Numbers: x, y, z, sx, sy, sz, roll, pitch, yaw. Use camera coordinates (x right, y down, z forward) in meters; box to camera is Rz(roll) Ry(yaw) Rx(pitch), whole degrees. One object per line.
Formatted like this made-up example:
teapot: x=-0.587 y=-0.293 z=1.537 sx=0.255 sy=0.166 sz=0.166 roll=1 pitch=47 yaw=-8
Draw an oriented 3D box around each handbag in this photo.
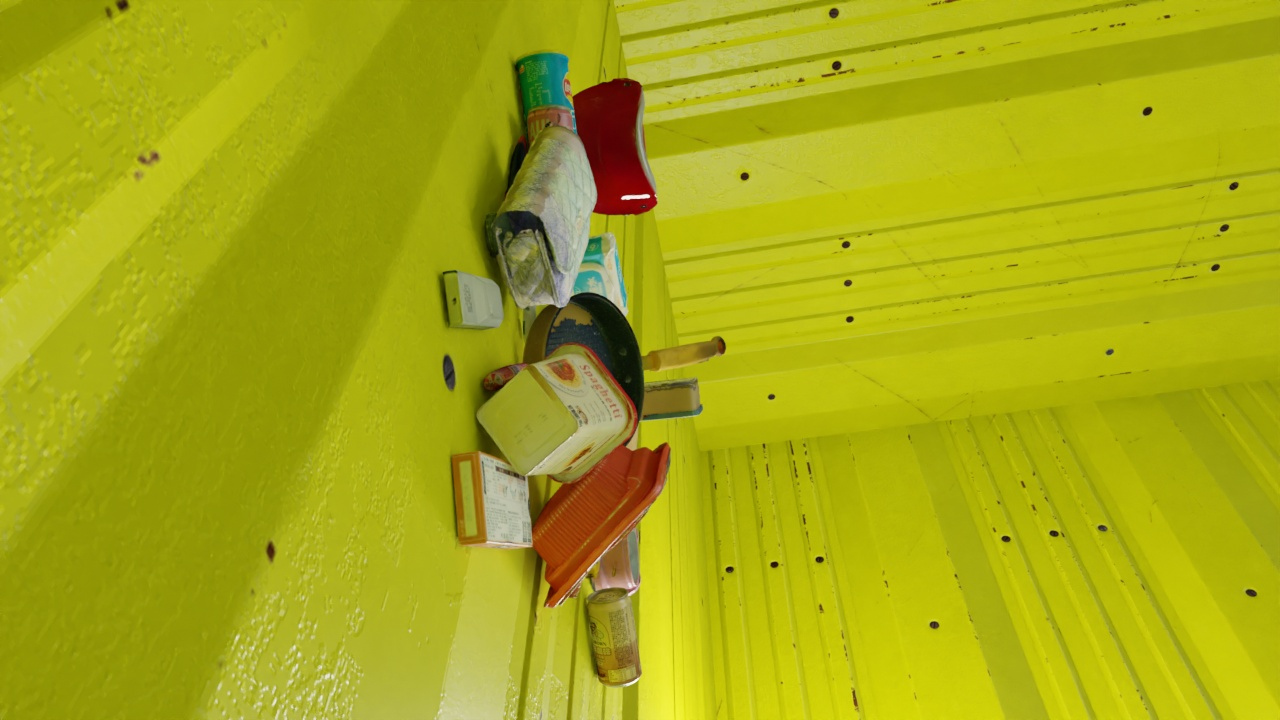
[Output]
handbag: x=-0.098 y=-0.155 z=0.996 sx=0.193 sy=0.076 sz=0.134 roll=-80 pitch=163 yaw=-48

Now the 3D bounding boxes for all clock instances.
clock: x=-0.034 y=0.274 z=1.299 sx=0.158 sy=0.060 sz=0.117 roll=71 pitch=13 yaw=-68

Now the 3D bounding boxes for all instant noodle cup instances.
instant noodle cup: x=-0.083 y=0.053 z=0.870 sx=0.116 sy=0.117 sz=0.124 roll=52 pitch=15 yaw=11
instant noodle cup: x=-0.051 y=0.159 z=0.981 sx=0.079 sy=0.189 sz=0.164 roll=40 pitch=11 yaw=-4

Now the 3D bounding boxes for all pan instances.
pan: x=-0.007 y=0.007 z=1.141 sx=0.356 sy=0.078 sz=0.197 roll=-15 pitch=97 yaw=-56

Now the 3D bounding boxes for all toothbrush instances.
toothbrush: x=-0.130 y=-0.105 z=1.063 sx=0.018 sy=0.016 sz=0.191 roll=149 pitch=-60 yaw=-79

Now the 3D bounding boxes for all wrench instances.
wrench: x=-0.149 y=-0.192 z=1.056 sx=0.272 sy=0.016 sz=0.056 roll=-88 pitch=173 yaw=-55

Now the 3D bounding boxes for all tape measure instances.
tape measure: x=-0.070 y=0.241 z=1.163 sx=0.057 sy=0.029 sz=0.059 roll=76 pitch=9 yaw=-48

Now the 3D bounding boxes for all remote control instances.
remote control: x=-0.151 y=-0.054 z=0.837 sx=0.125 sy=0.024 sz=0.049 roll=-12 pitch=94 yaw=-83

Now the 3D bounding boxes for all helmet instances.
helmet: x=-0.066 y=-0.320 z=1.410 sx=0.240 sy=0.144 sz=0.207 roll=-132 pitch=-148 yaw=-76

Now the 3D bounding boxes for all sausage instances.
sausage: x=-0.133 y=0.015 z=0.925 sx=0.155 sy=0.020 sz=0.020 roll=-32 pitch=114 yaw=-83

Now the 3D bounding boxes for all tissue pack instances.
tissue pack: x=-0.072 y=-0.115 z=1.309 sx=0.063 sy=0.090 sz=0.140 roll=-89 pitch=169 yaw=-56

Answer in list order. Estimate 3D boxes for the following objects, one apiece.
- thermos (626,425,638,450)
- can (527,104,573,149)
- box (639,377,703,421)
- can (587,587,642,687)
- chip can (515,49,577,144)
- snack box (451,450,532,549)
thermos: x=-0.040 y=0.091 z=1.387 sx=0.093 sy=0.093 sz=0.143 roll=-79 pitch=169 yaw=-70
can: x=-0.110 y=-0.242 z=1.156 sx=0.058 sy=0.058 sz=0.147 roll=-9 pitch=95 yaw=-83
box: x=0.017 y=0.064 z=1.465 sx=0.089 sy=0.184 sz=0.060 roll=-21 pitch=107 yaw=-78
can: x=-0.034 y=0.360 z=1.196 sx=0.058 sy=0.058 sz=0.116 roll=-42 pitch=124 yaw=-82
chip can: x=-0.117 y=-0.298 z=1.221 sx=0.071 sy=0.071 sz=0.210 roll=-15 pitch=97 yaw=-83
snack box: x=-0.127 y=0.127 z=0.811 sx=0.154 sy=0.026 sz=0.075 roll=57 pitch=25 yaw=-75
